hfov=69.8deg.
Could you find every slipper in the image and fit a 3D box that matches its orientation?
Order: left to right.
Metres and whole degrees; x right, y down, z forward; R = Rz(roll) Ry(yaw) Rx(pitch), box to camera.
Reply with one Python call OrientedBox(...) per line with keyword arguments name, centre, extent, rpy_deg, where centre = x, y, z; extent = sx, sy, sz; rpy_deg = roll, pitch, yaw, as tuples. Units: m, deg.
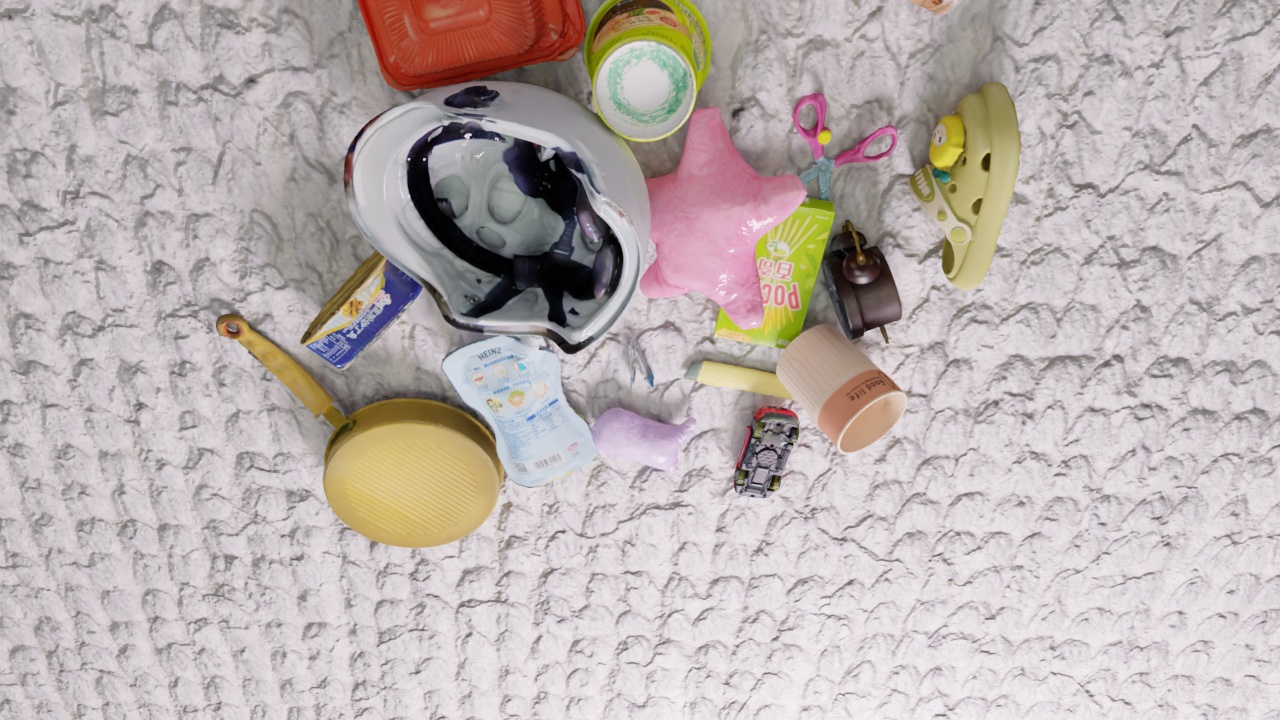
OrientedBox(name="slipper", centre=(0.282, -0.149, 0.816), extent=(0.081, 0.091, 0.191), rpy_deg=(0, 126, 4))

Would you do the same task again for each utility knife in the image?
OrientedBox(name="utility knife", centre=(0.139, 0.028, 0.970), extent=(0.188, 0.020, 0.031), rpy_deg=(15, 126, -1))

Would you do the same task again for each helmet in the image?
OrientedBox(name="helmet", centre=(-0.104, -0.143, 0.789), extent=(0.259, 0.145, 0.230), rpy_deg=(18, 135, 13))

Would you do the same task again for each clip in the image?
OrientedBox(name="clip", centre=(-0.004, 0.003, 0.955), extent=(0.045, 0.027, 0.058), rpy_deg=(-4, 122, 13))

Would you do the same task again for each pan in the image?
OrientedBox(name="pan", centre=(-0.307, 0.075, 0.997), extent=(0.198, 0.078, 0.357), rpy_deg=(-40, 120, 20))

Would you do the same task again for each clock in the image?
OrientedBox(name="clock", centre=(0.206, -0.075, 0.867), extent=(0.055, 0.082, 0.122), rpy_deg=(-18, 121, 7))

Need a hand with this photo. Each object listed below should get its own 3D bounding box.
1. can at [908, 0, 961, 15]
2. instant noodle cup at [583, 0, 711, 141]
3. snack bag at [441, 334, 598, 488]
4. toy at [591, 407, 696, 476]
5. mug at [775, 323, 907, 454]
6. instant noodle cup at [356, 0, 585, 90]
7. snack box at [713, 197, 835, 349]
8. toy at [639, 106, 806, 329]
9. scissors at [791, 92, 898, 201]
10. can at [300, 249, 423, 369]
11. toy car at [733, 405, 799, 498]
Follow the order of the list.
OrientedBox(name="can", centre=(0.205, -0.322, 0.724), extent=(0.116, 0.058, 0.059), rpy_deg=(19, 121, -11))
OrientedBox(name="instant noodle cup", centre=(0.005, -0.236, 0.745), extent=(0.112, 0.123, 0.112), rpy_deg=(1, 122, 1))
OrientedBox(name="snack bag", centre=(-0.122, 0.050, 0.969), extent=(0.110, 0.038, 0.191), rpy_deg=(-18, 124, 7))
OrientedBox(name="toy", centre=(0.000, 0.084, 0.997), extent=(0.108, 0.038, 0.084), rpy_deg=(18, 120, -10))
OrientedBox(name="mug", centre=(0.207, 0.025, 0.911), extent=(0.114, 0.106, 0.082), rpy_deg=(-7, 135, -37))
OrientedBox(name="instant noodle cup", centre=(-0.146, -0.303, 0.734), extent=(0.189, 0.079, 0.165), rpy_deg=(-11, 121, 7))
OrientedBox(name="snack box", centre=(0.127, -0.085, 0.889), extent=(0.086, 0.026, 0.157), rpy_deg=(11, 124, 1))
OrientedBox(name="toy", centre=(0.052, -0.132, 0.826), extent=(0.178, 0.074, 0.195), rpy_deg=(24, 125, 18))
OrientedBox(name="scissors", centre=(0.176, -0.182, 0.840), extent=(0.131, 0.017, 0.133), rpy_deg=(-5, 126, 6))
OrientedBox(name="can", centre=(-0.270, -0.053, 0.898), extent=(0.148, 0.074, 0.049), rpy_deg=(-39, 117, 23))
OrientedBox(name="toy car", centre=(0.135, 0.097, 0.998), extent=(0.053, 0.045, 0.121), rpy_deg=(10, 127, -8))
